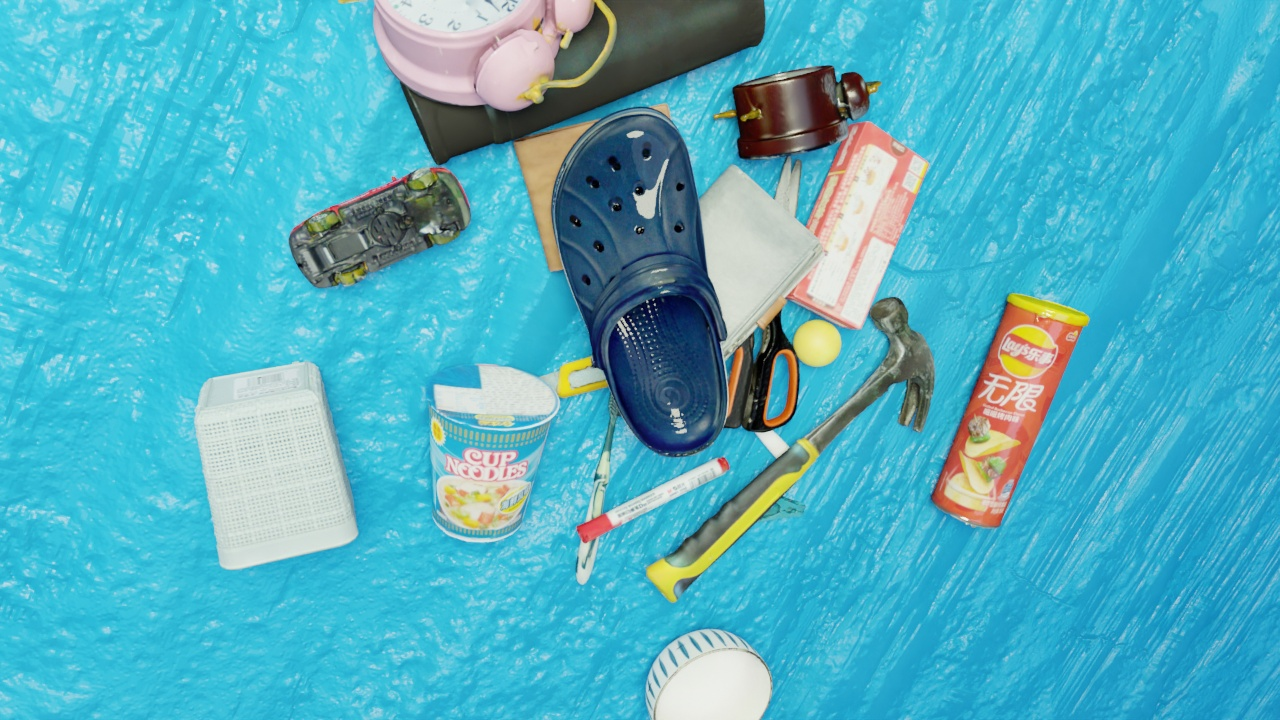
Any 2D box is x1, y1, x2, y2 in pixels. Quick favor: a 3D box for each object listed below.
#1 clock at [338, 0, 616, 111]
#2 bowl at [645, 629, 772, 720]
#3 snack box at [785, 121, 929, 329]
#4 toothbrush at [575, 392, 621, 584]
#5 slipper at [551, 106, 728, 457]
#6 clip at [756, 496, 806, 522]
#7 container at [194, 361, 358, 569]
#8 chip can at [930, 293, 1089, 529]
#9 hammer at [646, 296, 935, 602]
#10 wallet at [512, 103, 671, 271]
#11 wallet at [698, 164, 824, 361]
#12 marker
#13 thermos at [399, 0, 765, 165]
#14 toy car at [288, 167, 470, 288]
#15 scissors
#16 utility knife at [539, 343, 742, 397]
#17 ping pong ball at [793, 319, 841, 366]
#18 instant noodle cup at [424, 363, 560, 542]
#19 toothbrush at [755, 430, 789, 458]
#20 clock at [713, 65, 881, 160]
[{"bbox_3d":[-0.090,-0.212,0.555,0.158,0.060,0.117,27,73,6],"label":"clock"},{"bbox_3d":[0.056,0.297,0.850,0.116,0.066,0.116,-7,112,-18],"label":"bowl"},{"bbox_3d":[0.174,-0.108,0.746,0.075,0.025,0.153,23,89,-26],"label":"snack box"},{"bbox_3d":[-0.032,0.106,0.770,0.016,0.018,0.192,4,108,-23],"label":"toothbrush"},{"bbox_3d":[0.002,-0.043,0.638,0.105,0.095,0.253,-12,107,0],"label":"slipper"},{"bbox_3d":[0.128,0.135,0.846,0.055,0.013,0.034,4,109,-23],"label":"clip"},{"bbox_3d":[-0.252,0.067,0.632,0.090,0.090,0.111,-11,111,-18],"label":"container"},{"bbox_3d":[0.342,0.047,0.862,0.073,0.073,0.217,10,107,-24],"label":"chip can"},{"bbox_3d":[0.137,0.093,0.808,0.323,0.032,0.126,-42,120,-8],"label":"hammer"},{"bbox_3d":[-0.025,-0.126,0.671,0.115,0.020,0.101,-15,116,-1],"label":"wallet"},{"bbox_3d":[0.066,-0.070,0.713,0.106,0.037,0.130,43,91,4],"label":"wallet"},{"bbox_3d":[0.013,0.117,0.783,0.145,0.017,0.017,-24,117,-20],"label":"marker"},{"bbox_3d":[-0.041,-0.215,0.618,0.242,0.068,0.090,-24,95,-11],"label":"thermos"},{"bbox_3d":[-0.176,-0.092,0.622,0.120,0.045,0.053,-23,119,-6],"label":"toy car"},{"bbox_3d":[0.116,-0.049,0.757,0.139,0.022,0.235,29,92,-21],"label":"scissors"},{"bbox_3d":[-0.004,0.004,0.727,0.176,0.015,0.033,-15,93,-2],"label":"utility knife"},{"bbox_3d":[0.150,-0.015,0.780,0.040,0.040,0.040,-7,112,-19],"label":"ping pong ball"},{"bbox_3d":[-0.116,0.072,0.688,0.099,0.099,0.110,0,117,-21],"label":"instant noodle cup"},{"bbox_3d":[0.090,0.043,0.793,0.016,0.016,0.180,-44,119,-1],"label":"toothbrush"},{"bbox_3d":[0.121,-0.187,0.680,0.122,0.082,0.055,-18,109,-11],"label":"clock"}]
